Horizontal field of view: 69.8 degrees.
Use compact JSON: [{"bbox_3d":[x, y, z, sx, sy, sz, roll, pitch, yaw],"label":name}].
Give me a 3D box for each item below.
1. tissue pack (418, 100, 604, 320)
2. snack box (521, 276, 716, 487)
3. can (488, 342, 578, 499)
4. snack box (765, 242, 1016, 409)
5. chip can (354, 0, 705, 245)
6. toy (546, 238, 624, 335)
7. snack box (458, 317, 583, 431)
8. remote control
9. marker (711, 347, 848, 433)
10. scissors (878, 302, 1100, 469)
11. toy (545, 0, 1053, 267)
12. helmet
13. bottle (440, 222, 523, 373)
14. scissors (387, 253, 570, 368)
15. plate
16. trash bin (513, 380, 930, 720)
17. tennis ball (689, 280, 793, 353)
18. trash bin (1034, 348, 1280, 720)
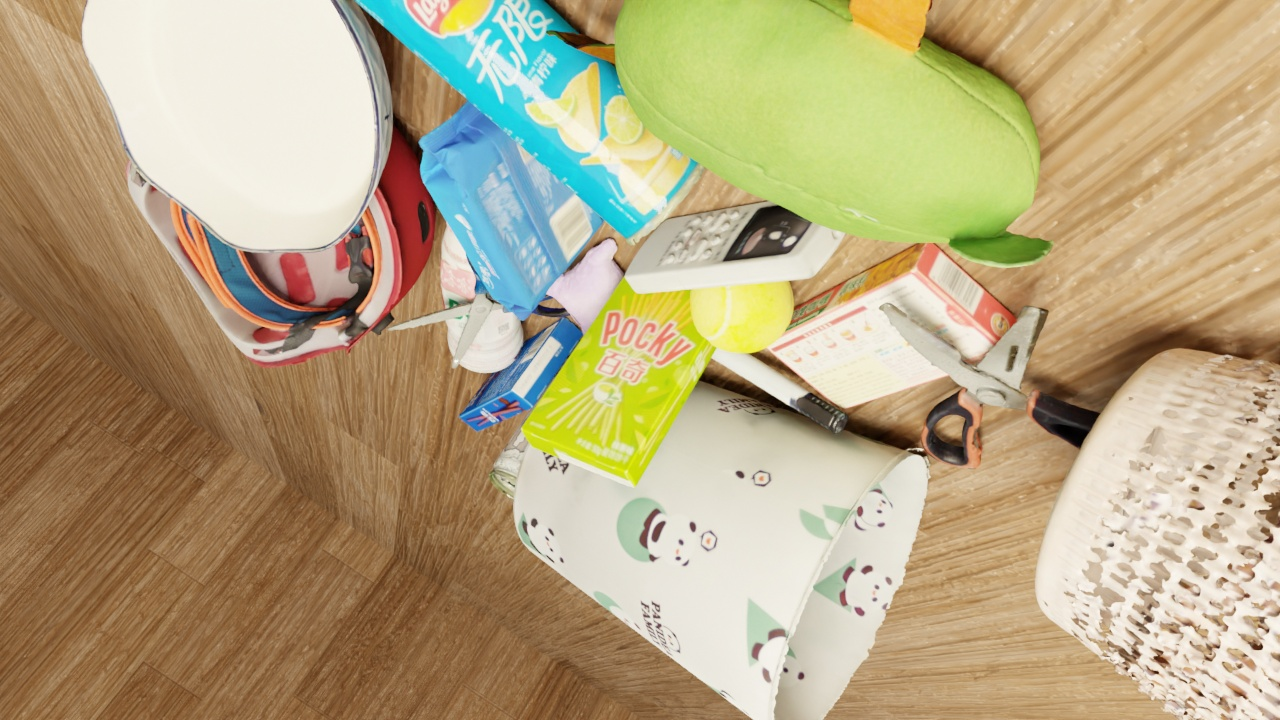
[{"bbox_3d":[-0.082,-0.106,0.590,0.052,0.094,0.157,23,153,33],"label":"tissue pack"},{"bbox_3d":[-0.004,0.004,0.619,0.086,0.156,0.026,19,153,28],"label":"snack box"},{"bbox_3d":[-0.068,0.054,0.791,0.058,0.146,0.058,26,153,14],"label":"can"},{"bbox_3d":[0.147,-0.015,0.564,0.077,0.027,0.156,38,154,-11],"label":"snack box"},{"bbox_3d":[-0.060,-0.158,0.502,0.210,0.071,0.071,40,154,-14],"label":"chip can"},{"bbox_3d":[-0.029,-0.038,0.700,0.084,0.038,0.108,-21,133,23],"label":"toy"},{"bbox_3d":[-0.113,0.016,0.847,0.026,0.084,0.157,40,154,-14],"label":"snack box"},{"bbox_3d":[0.053,-0.069,0.542,0.150,0.058,0.021,-1,137,49],"label":"remote control"},{"bbox_3d":[0.090,0.013,0.652,0.131,0.018,0.022,34,-174,33],"label":"marker"},{"bbox_3d":[0.209,0.026,0.534,0.226,0.015,0.189,27,158,-15],"label":"scissors"},{"bbox_3d":[0.066,-0.119,0.404,0.247,0.090,0.227,27,172,-2],"label":"toy"},{"bbox_3d":[-0.245,-0.120,0.700,0.241,0.143,0.207,-14,115,32],"label":"helmet"},{"bbox_3d":[-0.131,-0.064,0.756,0.068,0.068,0.197,28,150,10],"label":"bottle"},{"bbox_3d":[-0.113,-0.048,0.711,0.162,0.012,0.176,0,140,-14],"label":"scissors"},{"bbox_3d":[-0.236,-0.166,0.553,0.205,0.045,0.205,10,121,17],"label":"plate"},{"bbox_3d":[0.055,0.125,0.706,0.252,0.229,0.230,23,153,31],"label":"trash bin"},{"bbox_3d":[0.064,-0.037,0.578,0.065,0.065,0.066,26,154,14],"label":"tennis ball"},{"bbox_3d":[0.298,0.095,0.402,0.192,0.227,0.227,28,157,40],"label":"trash bin"}]
